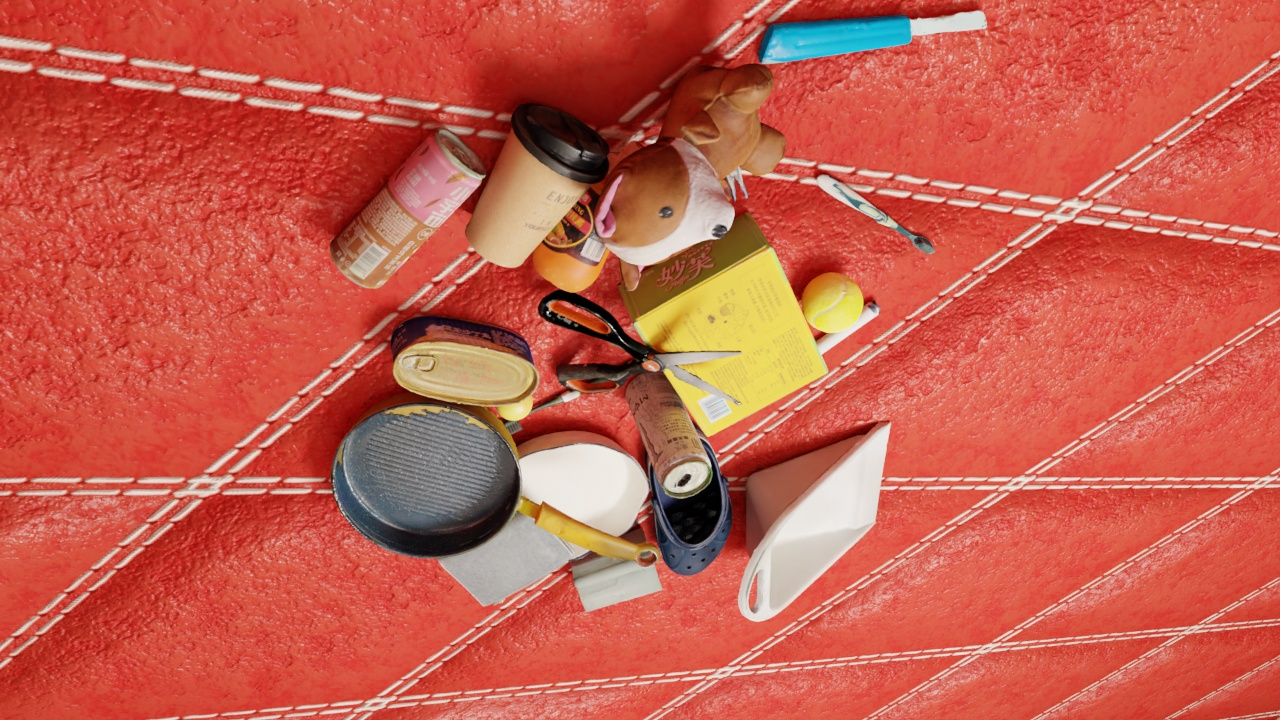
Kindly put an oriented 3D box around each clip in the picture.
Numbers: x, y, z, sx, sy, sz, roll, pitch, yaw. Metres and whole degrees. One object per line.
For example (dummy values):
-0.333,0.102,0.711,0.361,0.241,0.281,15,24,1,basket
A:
0.087,-0.180,0.878,0.036,0.025,0.058,-17,133,5,clip

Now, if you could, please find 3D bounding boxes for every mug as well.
-0.033,0.267,1.168,0.103,0.083,0.124,-18,166,-2,mug

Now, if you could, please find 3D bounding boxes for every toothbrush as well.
-0.070,0.038,1.014,0.186,0.017,0.012,-26,174,2,toothbrush
0.251,-0.151,0.967,0.191,0.018,0.016,22,119,-34,toothbrush

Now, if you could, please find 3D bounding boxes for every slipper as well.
0.068,0.185,1.143,0.105,0.095,0.253,-14,129,-5,slipper

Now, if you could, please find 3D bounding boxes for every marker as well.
0.221,-0.026,1.065,0.131,0.018,0.022,-38,122,14,marker

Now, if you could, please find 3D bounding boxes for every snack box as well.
0.093,-0.032,0.977,0.158,0.070,0.210,-29,133,6,snack box

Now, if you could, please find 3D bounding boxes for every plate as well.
-0.095,0.160,1.093,0.204,0.045,0.205,-10,133,-11,plate

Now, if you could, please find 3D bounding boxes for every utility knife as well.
0.214,-0.295,0.826,0.223,0.018,0.034,-9,130,-11,utility knife

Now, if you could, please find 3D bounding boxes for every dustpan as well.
0.231,0.232,1.211,0.257,0.142,0.223,-13,133,-8,dustpan

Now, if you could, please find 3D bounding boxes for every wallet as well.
-0.154,0.227,1.075,0.130,0.037,0.106,-30,123,7,wallet

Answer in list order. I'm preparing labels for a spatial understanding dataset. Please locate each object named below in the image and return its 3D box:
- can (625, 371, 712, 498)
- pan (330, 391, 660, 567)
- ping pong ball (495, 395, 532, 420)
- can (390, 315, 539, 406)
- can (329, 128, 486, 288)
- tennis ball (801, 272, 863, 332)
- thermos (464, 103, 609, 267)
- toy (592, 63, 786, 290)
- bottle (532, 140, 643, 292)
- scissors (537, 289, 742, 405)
0.029,0.078,0.996,0.058,0.146,0.058,-10,132,-12,can
-0.149,0.152,0.981,0.357,0.078,0.198,16,115,-13,pan
-0.135,0.044,0.979,0.040,0.040,0.040,-10,132,-12,ping pong ball
-0.176,0.000,0.920,0.148,0.049,0.075,11,125,-27,can
-0.202,-0.129,0.793,0.147,0.058,0.058,-41,131,17,can
0.208,-0.063,0.995,0.065,0.065,0.066,-10,132,-12,tennis ball
-0.093,-0.151,0.797,0.093,0.093,0.144,17,128,-32,thermos
0.041,-0.154,0.784,0.199,0.130,0.140,-44,148,-9,toy
-0.040,-0.136,0.847,0.066,0.066,0.150,23,111,-34,bottle
-0.010,-0.002,0.921,0.232,0.021,0.222,38,143,-25,scissors
